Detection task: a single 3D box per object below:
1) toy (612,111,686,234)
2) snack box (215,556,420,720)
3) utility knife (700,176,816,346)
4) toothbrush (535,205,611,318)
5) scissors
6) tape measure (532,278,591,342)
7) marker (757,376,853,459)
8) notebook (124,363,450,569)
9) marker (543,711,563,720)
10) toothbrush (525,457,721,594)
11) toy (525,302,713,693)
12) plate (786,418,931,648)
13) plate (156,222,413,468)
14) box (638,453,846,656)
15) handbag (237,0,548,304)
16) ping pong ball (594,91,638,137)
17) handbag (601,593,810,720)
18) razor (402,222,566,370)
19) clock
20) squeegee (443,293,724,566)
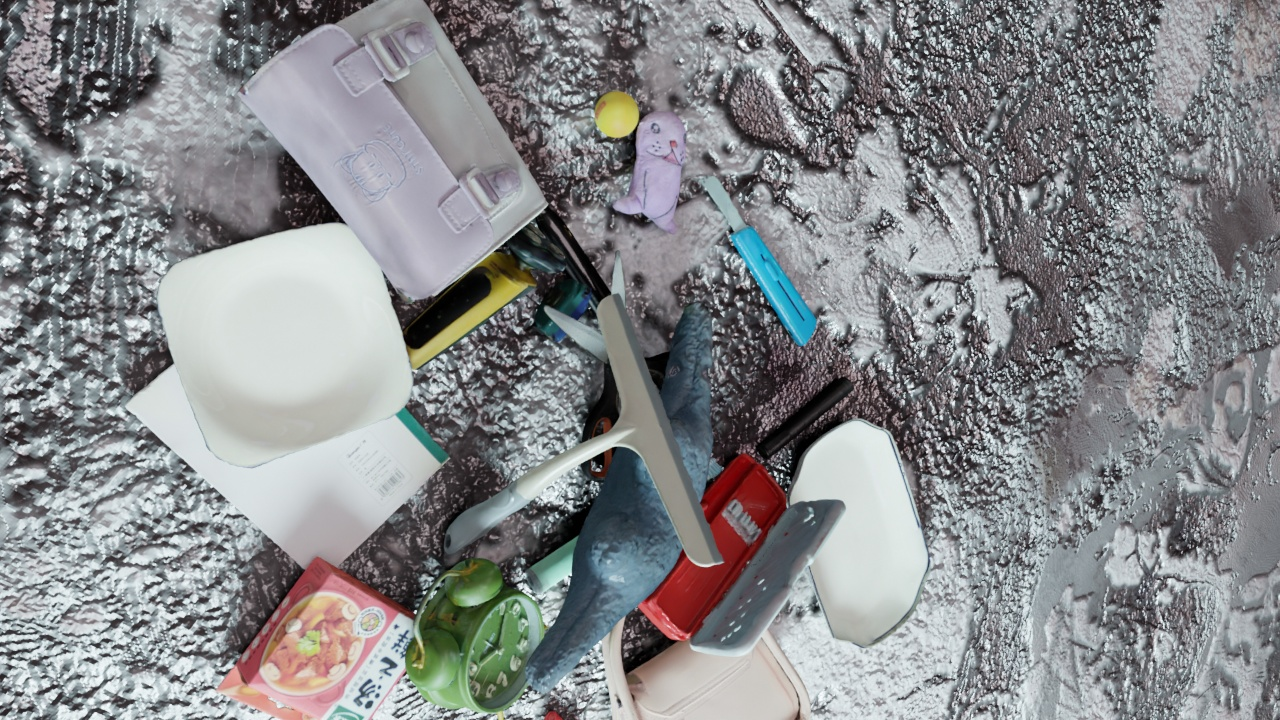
[{"bbox_3d":[0.013,-0.179,0.848,0.083,0.039,0.108,12,91,-46],"label":"toy"},{"bbox_3d":[-0.253,0.243,0.744,0.113,0.044,0.127,44,74,-35],"label":"snack box"},{"bbox_3d":[0.120,-0.103,0.932,0.034,0.018,0.209,-44,113,-17],"label":"utility knife"},{"bbox_3d":[-0.077,-0.113,0.818,0.212,0.027,0.026,55,26,-21],"label":"toothbrush"},{"bbox_3d":[-0.013,0.016,0.841,0.220,0.022,0.231,10,104,-42],"label":"scissors"},{"bbox_3d":[-0.071,-0.047,0.811,0.025,0.054,0.058,41,86,-27],"label":"tape measure"},{"bbox_3d":[0.177,0.060,0.981,0.131,0.022,0.020,-36,67,-20],"label":"marker"},{"bbox_3d":[-0.272,0.058,0.737,0.150,0.012,0.209,-45,115,-18],"label":"notebook"},{"bbox_3d":[-0.045,0.391,0.902,0.017,0.017,0.145,-48,115,-16],"label":"marker"},{"bbox_3d":[-0.013,0.153,0.885,0.224,0.027,0.027,-31,73,-23],"label":"toothbrush"},{"bbox_3d":[0.001,0.121,0.809,0.355,0.091,0.138,-67,156,-15],"label":"toy"},{"bbox_3d":[0.238,0.192,1.023,0.161,0.034,0.266,-30,109,-23],"label":"plate"},{"bbox_3d":[-0.269,-0.015,0.704,0.164,0.034,0.164,-20,105,-28],"label":"plate"},{"bbox_3d":[0.097,0.179,0.869,0.112,0.100,0.200,48,56,-4],"label":"box"},{"bbox_3d":[-0.179,-0.161,0.698,0.144,0.099,0.197,-48,116,-33],"label":"handbag"},{"bbox_3d":[-0.021,-0.221,0.825,0.040,0.040,0.040,-4,98,-29],"label":"ping pong ball"},{"bbox_3d":[0.047,0.300,0.908,0.193,0.093,0.234,-28,104,-22],"label":"handbag"},{"bbox_3d":[-0.140,-0.054,0.772,0.167,0.068,0.062,-41,74,-12],"label":"razor"},{"bbox_3d":[-0.141,0.233,0.773,0.161,0.056,0.115,58,48,-45],"label":"clock"},{"bbox_3d":[-0.084,0.101,0.753,0.039,0.247,0.246,24,40,-54],"label":"squeegee"}]
